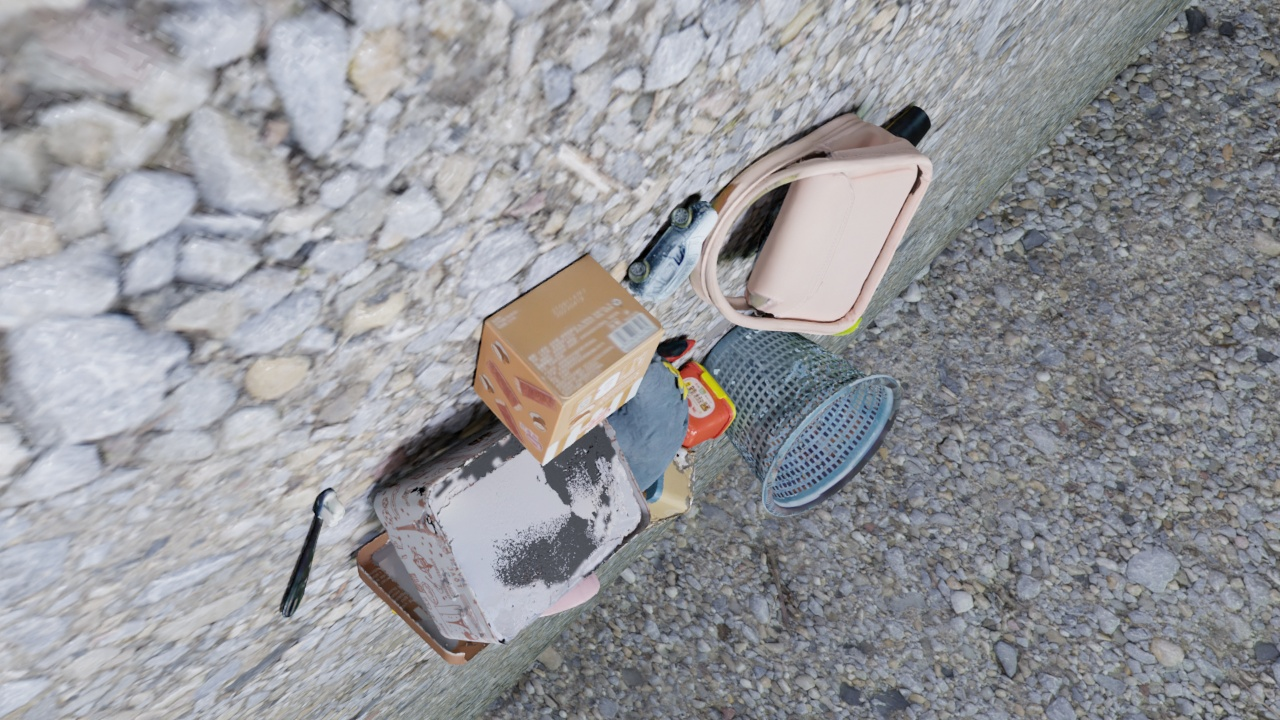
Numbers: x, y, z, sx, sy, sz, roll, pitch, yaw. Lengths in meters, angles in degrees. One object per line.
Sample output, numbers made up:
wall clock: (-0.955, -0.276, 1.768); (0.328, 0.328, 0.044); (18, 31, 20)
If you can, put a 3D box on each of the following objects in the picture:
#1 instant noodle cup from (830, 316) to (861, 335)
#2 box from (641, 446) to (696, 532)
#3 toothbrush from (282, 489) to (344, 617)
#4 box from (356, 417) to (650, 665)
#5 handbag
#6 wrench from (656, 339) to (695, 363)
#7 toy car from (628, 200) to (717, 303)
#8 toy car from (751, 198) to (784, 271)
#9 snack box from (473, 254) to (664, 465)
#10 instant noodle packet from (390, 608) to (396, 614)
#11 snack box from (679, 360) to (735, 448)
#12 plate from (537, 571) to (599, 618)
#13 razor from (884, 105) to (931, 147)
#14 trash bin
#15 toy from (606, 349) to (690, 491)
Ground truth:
instant noodle cup: (0.252, -0.113, 1.160); (0.111, 0.112, 0.124); (-32, 155, -43)
box: (-0.012, 0.162, 1.128); (0.185, 0.061, 0.089); (-32, -138, 41)
toothbrush: (-0.234, 0.143, 0.649); (0.015, 0.018, 0.182); (-36, 166, -45)
box: (-0.118, 0.130, 0.734); (0.178, 0.153, 0.181); (-12, -165, 46)
handbag: (0.135, -0.111, 0.807); (0.233, 0.093, 0.194); (-15, 134, -42)
wrench: (-0.005, 0.005, 0.917); (0.056, 0.016, 0.272); (-47, 167, 27)
toy car: (0.027, -0.083, 0.703); (0.091, 0.034, 0.042); (-52, 162, 23)
toy car: (0.139, -0.123, 0.917); (0.048, 0.031, 0.106); (-32, 152, -37)
snack box: (-0.051, 0.000, 0.622); (0.092, 0.077, 0.095); (-37, 165, -30)
instant noodle packet: (-0.190, 0.183, 0.848); (0.110, 0.044, 0.129); (-41, 169, -25)
snack box: (0.058, 0.061, 1.132); (0.080, 0.091, 0.082); (-29, 161, -31)
plate: (-0.140, 0.231, 0.968); (0.192, 0.039, 0.192); (-4, -178, 0)
razor: (0.249, -0.212, 0.962); (0.167, 0.062, 0.068); (-45, -161, -24)
trash bin: (0.187, 0.056, 1.192); (0.226, 0.195, 0.227); (-26, 141, -24)
toy: (-0.023, 0.079, 0.861); (0.137, 0.091, 0.357); (-28, 159, -39)
